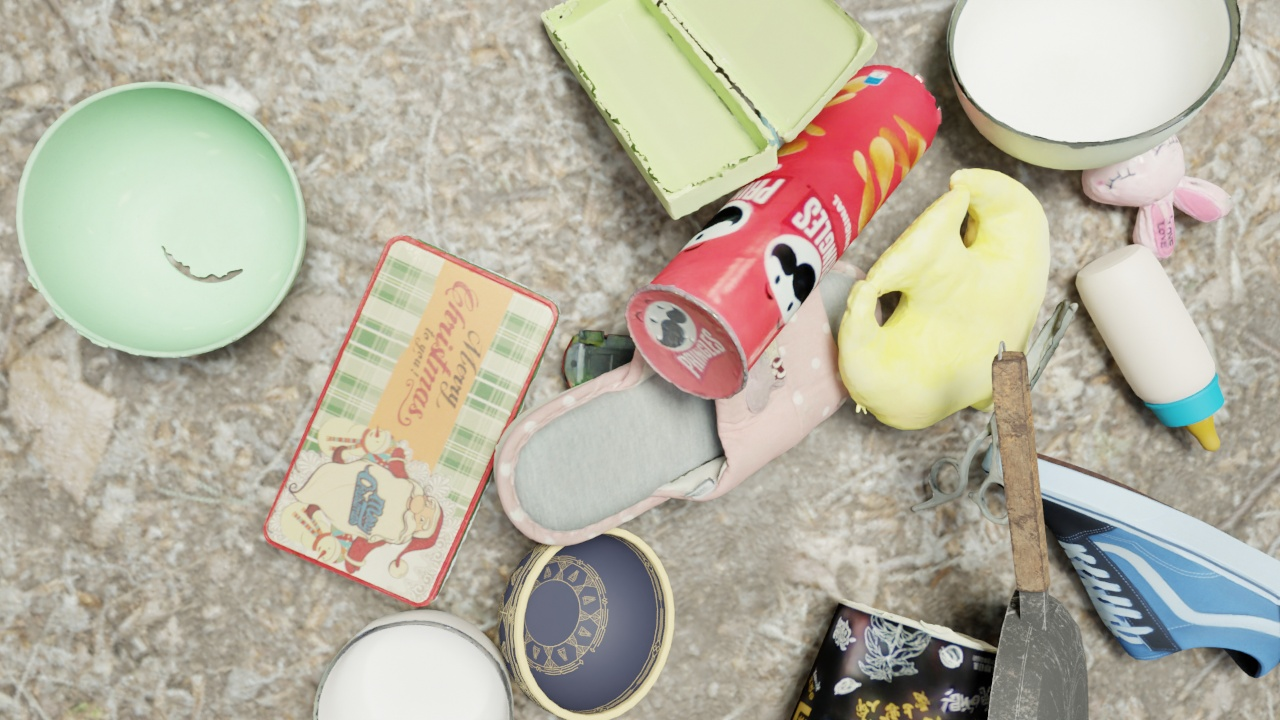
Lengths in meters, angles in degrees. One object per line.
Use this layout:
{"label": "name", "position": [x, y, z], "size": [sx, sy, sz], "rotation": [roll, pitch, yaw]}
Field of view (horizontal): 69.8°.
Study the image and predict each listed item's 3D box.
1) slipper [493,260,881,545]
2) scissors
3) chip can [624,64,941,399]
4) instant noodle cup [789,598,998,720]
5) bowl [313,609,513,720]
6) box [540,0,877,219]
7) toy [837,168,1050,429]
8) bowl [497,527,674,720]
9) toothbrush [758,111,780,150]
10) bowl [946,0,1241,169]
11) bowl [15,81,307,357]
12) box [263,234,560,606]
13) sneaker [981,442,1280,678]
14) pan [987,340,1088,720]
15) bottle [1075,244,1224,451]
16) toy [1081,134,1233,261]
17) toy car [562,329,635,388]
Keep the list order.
{"label": "slipper", "position": [0.042, 0.022, 0.539], "size": [0.273, 0.054, 0.114], "rotation": [-29, 105, -19]}
{"label": "scissors", "position": [0.213, 0.034, 0.564], "size": [0.014, 0.095, 0.170], "rotation": [-3, 103, -36]}
{"label": "chip can", "position": [0.088, -0.081, 0.513], "size": [0.073, 0.073, 0.232], "rotation": [45, 60, -5]}
{"label": "instant noodle cup", "position": [0.158, 0.213, 0.558], "size": [0.137, 0.137, 0.112], "rotation": [18, 80, -5]}
{"label": "bowl", "position": [-0.134, 0.205, 0.560], "size": [0.116, 0.065, 0.116], "rotation": [0, 92, -5]}
{"label": "box", "position": [0.031, -0.178, 0.516], "size": [0.141, 0.044, 0.187], "rotation": [-41, 55, 13]}
{"label": "toy", "position": [0.191, -0.027, 0.563], "size": [0.170, 0.065, 0.155], "rotation": [-48, 124, -7]}
{"label": "bowl", "position": [-0.042, 0.157, 0.562], "size": [0.112, 0.061, 0.112], "rotation": [6, 80, -37]}
{"label": "toothbrush", "position": [0.087, -0.132, 0.588], "size": [0.016, 0.016, 0.180], "rotation": [-16, 95, -4]}
{"label": "bowl", "position": [0.265, -0.179, 0.556], "size": [0.153, 0.073, 0.153], "rotation": [-6, 69, 14]}
{"label": "bowl", "position": [-0.262, -0.077, 0.531], "size": [0.151, 0.077, 0.151], "rotation": [0, 92, -4]}
{"label": "box", "position": [-0.138, 0.036, 0.562], "size": [0.117, 0.050, 0.205], "rotation": [25, 90, -6]}
{"label": "sneaker", "position": [0.317, 0.138, 0.587], "size": [0.241, 0.083, 0.098], "rotation": [26, 93, -7]}
{"label": "pan", "position": [0.222, 0.161, 0.511], "size": [0.040, 0.207, 0.357], "rotation": [2, 109, 31]}
{"label": "bottle", "position": [0.338, -0.003, 0.595], "size": [0.051, 0.051, 0.146], "rotation": [-32, 95, -3]}
{"label": "toy", "position": [0.326, -0.118, 0.592], "size": [0.110, 0.047, 0.063], "rotation": [43, 97, -8]}
{"label": "toy car", "position": [-0.003, 0.003, 0.575], "size": [0.091, 0.036, 0.042], "rotation": [3, 93, -11]}
